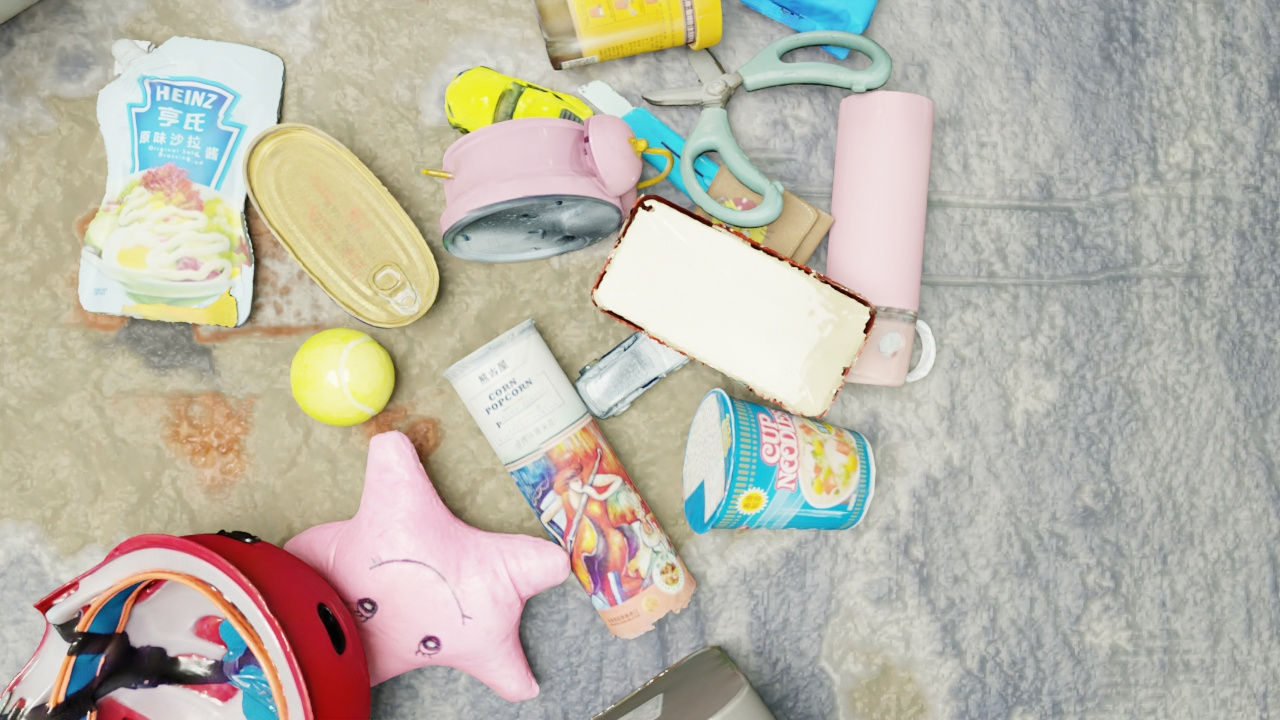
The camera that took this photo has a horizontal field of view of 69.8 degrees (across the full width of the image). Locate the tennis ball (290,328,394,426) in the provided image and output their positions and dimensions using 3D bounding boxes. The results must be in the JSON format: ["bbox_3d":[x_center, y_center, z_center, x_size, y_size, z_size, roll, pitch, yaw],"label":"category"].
[{"bbox_3d":[-0.196,0.011,0.604,0.065,0.065,0.065,0,90,-6],"label":"tennis ball"}]

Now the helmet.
[{"bbox_3d":[-0.247,0.202,0.549,0.207,0.143,0.240,36,103,12],"label":"helmet"}]

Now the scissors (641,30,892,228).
[{"bbox_3d":[0.092,-0.171,0.615,0.179,0.019,0.170,-22,60,4],"label":"scissors"}]

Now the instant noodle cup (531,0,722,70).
[{"bbox_3d":[-0.016,-0.251,0.601,0.114,0.118,0.118,-17,92,1],"label":"instant noodle cup"}]

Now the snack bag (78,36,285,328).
[{"bbox_3d":[-0.303,-0.120,0.606,0.110,0.039,0.191,6,88,-4],"label":"snack bag"}]

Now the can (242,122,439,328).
[{"bbox_3d":[-0.195,-0.084,0.601,0.074,0.049,0.148,-43,102,-14],"label":"can"}]

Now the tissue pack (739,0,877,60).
[{"bbox_3d":[0.140,-0.302,0.645,0.095,0.052,0.157,25,88,-6],"label":"tissue pack"}]

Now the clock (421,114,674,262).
[{"bbox_3d":[-0.055,-0.112,0.596,0.158,0.117,0.059,-9,80,-5],"label":"clock"}]

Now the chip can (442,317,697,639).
[{"bbox_3d":[-0.046,0.080,0.619,0.071,0.071,0.214,-32,94,-5],"label":"chip can"}]

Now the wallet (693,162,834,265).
[{"bbox_3d":[0.068,-0.072,0.637,0.090,0.033,0.115,32,99,-1],"label":"wallet"}]

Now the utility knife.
[{"bbox_3d":[0.029,-0.139,0.651,0.179,0.018,0.034,39,87,-5],"label":"utility knife"}]

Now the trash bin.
[{"bbox_3d":[0.051,0.324,0.580,0.199,0.199,0.219,-32,86,-7],"label":"trash bin"}]

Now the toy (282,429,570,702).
[{"bbox_3d":[-0.142,0.160,0.606,0.194,0.074,0.179,37,103,-3],"label":"toy"}]

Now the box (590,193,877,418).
[{"bbox_3d":[0.057,-0.033,0.586,0.168,0.077,0.091,28,97,5],"label":"box"}]

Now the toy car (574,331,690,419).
[{"bbox_3d":[-0.004,0.004,0.642,0.090,0.034,0.043,-36,91,-6],"label":"toy car"}]

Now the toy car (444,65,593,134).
[{"bbox_3d":[-0.083,-0.170,0.632,0.105,0.032,0.048,17,89,-5],"label":"toy car"}]

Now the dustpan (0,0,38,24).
[{"bbox_3d":[-0.465,-0.226,0.511,0.222,0.258,0.143,-35,117,-5],"label":"dustpan"}]

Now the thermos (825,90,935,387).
[{"bbox_3d":[0.174,-0.081,0.646,0.087,0.067,0.198,3,89,-19],"label":"thermos"}]

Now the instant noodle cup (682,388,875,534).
[{"bbox_3d":[0.095,0.075,0.628,0.110,0.099,0.099,9,89,-14],"label":"instant noodle cup"}]
